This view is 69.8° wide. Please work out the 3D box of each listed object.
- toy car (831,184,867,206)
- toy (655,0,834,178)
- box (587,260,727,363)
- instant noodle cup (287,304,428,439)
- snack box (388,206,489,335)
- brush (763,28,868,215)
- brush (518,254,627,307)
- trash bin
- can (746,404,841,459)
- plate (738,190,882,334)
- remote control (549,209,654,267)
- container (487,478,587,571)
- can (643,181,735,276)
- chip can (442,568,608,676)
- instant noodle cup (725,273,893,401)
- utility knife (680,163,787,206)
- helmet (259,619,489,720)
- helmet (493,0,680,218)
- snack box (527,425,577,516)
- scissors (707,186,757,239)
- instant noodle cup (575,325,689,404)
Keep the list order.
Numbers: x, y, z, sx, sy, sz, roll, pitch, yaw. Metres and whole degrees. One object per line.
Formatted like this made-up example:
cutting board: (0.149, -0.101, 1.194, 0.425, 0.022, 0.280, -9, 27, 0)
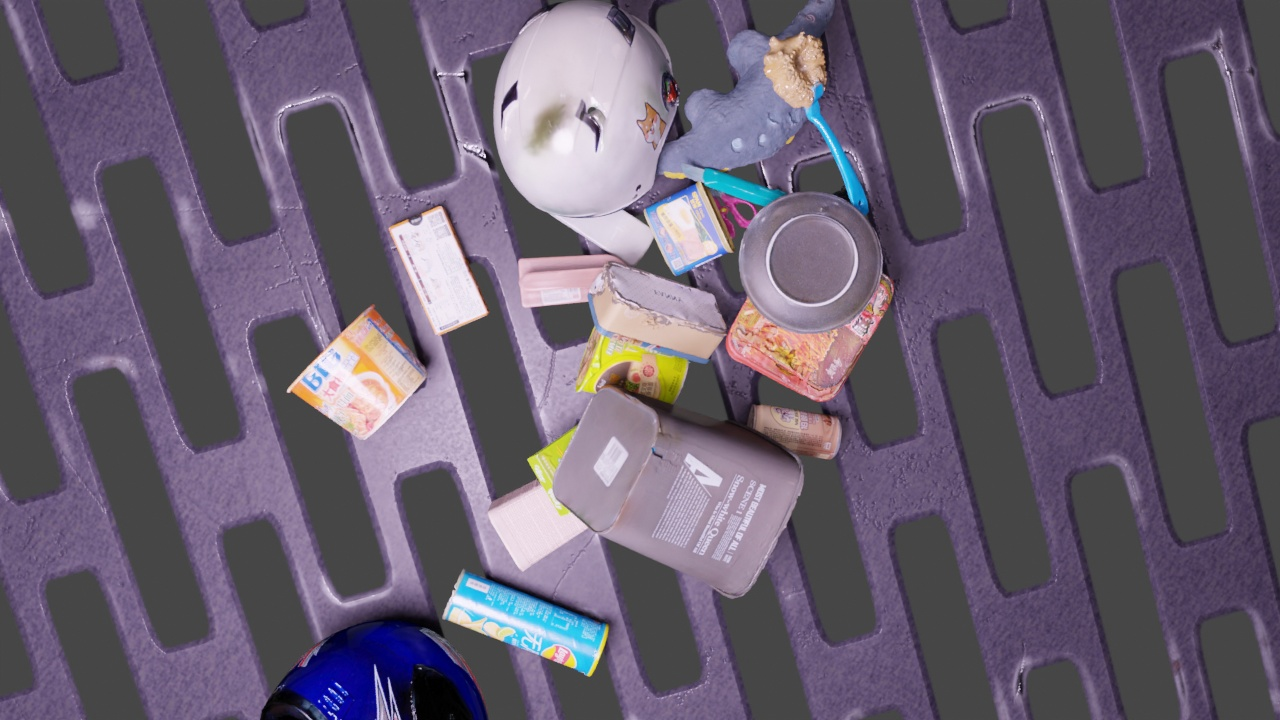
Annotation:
toy car: (0.252, -0.198, 1.194, 0.090, 0.043, 0.034, -26, 122, 4)
toy: (0.143, -0.329, 1.161, 0.356, 0.091, 0.138, -45, 75, 1)
box: (0.028, -0.058, 1.147, 0.184, 0.089, 0.061, 18, 126, -28)
instant noodle cup: (-0.348, 0.020, 1.154, 0.151, 0.151, 0.111, -44, 102, 2)
snack box: (-0.262, -0.117, 1.198, 0.075, 0.026, 0.154, -23, 95, 0)
brush: (0.224, -0.282, 1.114, 0.083, 0.046, 0.255, -42, 115, -25)
brush: (-0.083, -0.104, 1.180, 0.145, 0.073, 0.063, -4, 94, -3)
trash bin: (0.038, 0.146, 1.097, 0.219, 0.199, 0.199, 26, 91, -36)
can: (0.201, 0.093, 1.208, 0.116, 0.058, 0.058, 9, 94, -2)
plate: (0.211, -0.122, 1.133, 0.179, 0.024, 0.179, 0, 90, 2)
remote control: (-0.055, -0.184, 1.198, 0.150, 0.021, 0.058, 34, 94, -4)
container: (-0.127, 0.202, 1.198, 0.111, 0.090, 0.090, -30, 94, -2)
can: (0.063, -0.169, 1.178, 0.083, 0.057, 0.102, -23, 94, 15)
chip can: (-0.151, 0.347, 1.217, 0.210, 0.071, 0.071, 22, 94, -2)
instant noodle cup: (0.214, -0.056, 1.185, 0.164, 0.079, 0.189, 30, 92, -3)
utility knife: (0.127, -0.220, 1.167, 0.181, 0.013, 0.029, 12, 77, -29)
helmet: (-0.304, 0.478, 1.137, 0.248, 0.239, 0.315, -26, 87, 39)
helmet: (-0.079, -0.315, 1.098, 0.230, 0.156, 0.274, 12, 90, 13)
snack box: (-0.065, 0.123, 1.173, 0.156, 0.026, 0.086, -34, 96, -41)
scissors: (0.104, -0.226, 1.202, 0.073, 0.017, 0.137, -25, 91, 2)
instant noodle cup: (-0.007, 0.007, 1.178, 0.123, 0.111, 0.112, 19, 94, -10)
